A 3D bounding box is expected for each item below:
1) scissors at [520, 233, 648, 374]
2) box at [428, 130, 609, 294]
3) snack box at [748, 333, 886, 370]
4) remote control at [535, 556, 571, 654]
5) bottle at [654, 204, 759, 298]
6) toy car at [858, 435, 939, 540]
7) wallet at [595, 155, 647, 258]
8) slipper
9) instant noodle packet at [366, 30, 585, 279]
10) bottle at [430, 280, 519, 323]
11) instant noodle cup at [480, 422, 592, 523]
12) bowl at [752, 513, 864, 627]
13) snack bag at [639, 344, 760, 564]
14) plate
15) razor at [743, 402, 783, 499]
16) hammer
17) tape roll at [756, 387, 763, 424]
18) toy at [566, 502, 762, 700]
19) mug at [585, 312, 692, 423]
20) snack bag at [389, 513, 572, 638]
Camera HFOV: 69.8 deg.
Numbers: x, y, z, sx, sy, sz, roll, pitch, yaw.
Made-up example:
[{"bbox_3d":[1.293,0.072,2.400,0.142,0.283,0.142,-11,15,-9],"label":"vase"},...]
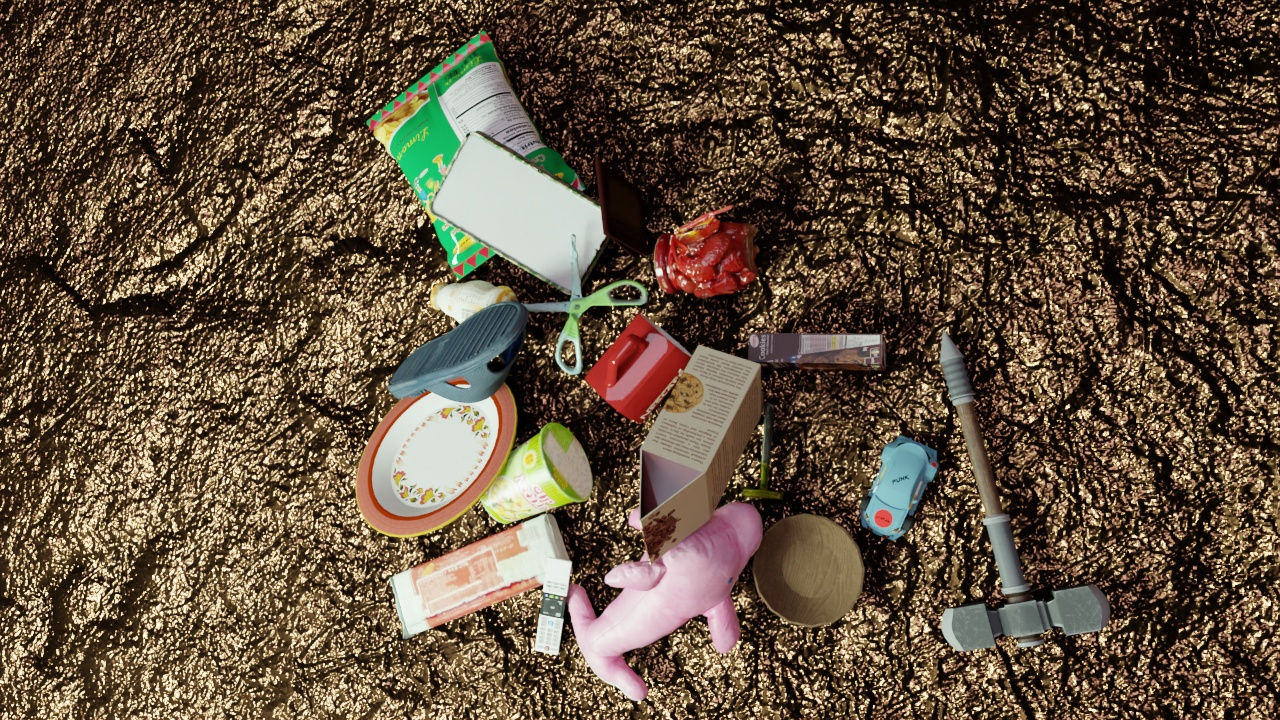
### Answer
[{"bbox_3d":[-0.075,-0.064,1.083,0.171,0.021,0.172,-4,114,-5],"label":"scissors"},{"bbox_3d":[-0.137,-0.175,1.089,0.205,0.050,0.118,29,101,-5],"label":"box"},{"bbox_3d":[0.192,-0.009,0.997,0.141,0.051,0.031,1,82,19],"label":"snack box"},{"bbox_3d":[-0.100,0.281,1.053,0.028,0.011,0.124,11,108,4],"label":"remote control"},{"bbox_3d":[0.076,-0.118,1.028,0.111,0.099,0.099,-1,81,25],"label":"bottle"},{"bbox_3d":[0.269,0.134,0.962,0.060,0.027,0.108,24,90,21],"label":"toy car"},{"bbox_3d":[-0.022,-0.175,1.062,0.018,0.115,0.091,-10,79,19],"label":"wallet"},{"bbox_3d":[-0.206,0.011,1.094,0.264,0.082,0.101,-19,34,44],"label":"slipper"},{"bbox_3d":[-0.212,-0.259,1.152,0.196,0.090,0.252,-34,78,10],"label":"instant noodle packet"},{"bbox_3d":[-0.206,-0.069,1.137,0.108,0.063,0.063,15,87,20],"label":"bottle"},{"bbox_3d":[-0.127,0.138,1.068,0.108,0.098,0.099,-28,74,21],"label":"instant noodle cup"},{"bbox_3d":[0.180,0.222,0.978,0.118,0.030,0.117,-3,81,19],"label":"bowl"},{"bbox_3d":[0.051,0.098,0.927,0.070,0.094,0.205,19,58,20],"label":"snack bag"},{"bbox_3d":[-0.243,0.110,1.105,0.230,0.021,0.229,-17,49,20],"label":"plate"},{"bbox_3d":[0.140,0.099,1.016,0.042,0.026,0.105,1,78,21],"label":"razor"},{"bbox_3d":[0.351,0.123,0.932,0.156,0.043,0.322,-15,75,16],"label":"hammer"},{"bbox_3d":[0.090,0.046,1.037,0.094,0.027,0.094,-3,81,19],"label":"tape roll"},{"bbox_3d":[0.016,0.242,0.983,0.266,0.127,0.186,-45,62,17],"label":"toy"},{"bbox_3d":[-0.006,0.006,1.029,0.080,0.116,0.096,43,96,25],"label":"mug"},{"bbox_3d":[-0.193,0.258,1.098,0.225,0.041,0.077,-24,74,16],"label":"snack bag"}]
